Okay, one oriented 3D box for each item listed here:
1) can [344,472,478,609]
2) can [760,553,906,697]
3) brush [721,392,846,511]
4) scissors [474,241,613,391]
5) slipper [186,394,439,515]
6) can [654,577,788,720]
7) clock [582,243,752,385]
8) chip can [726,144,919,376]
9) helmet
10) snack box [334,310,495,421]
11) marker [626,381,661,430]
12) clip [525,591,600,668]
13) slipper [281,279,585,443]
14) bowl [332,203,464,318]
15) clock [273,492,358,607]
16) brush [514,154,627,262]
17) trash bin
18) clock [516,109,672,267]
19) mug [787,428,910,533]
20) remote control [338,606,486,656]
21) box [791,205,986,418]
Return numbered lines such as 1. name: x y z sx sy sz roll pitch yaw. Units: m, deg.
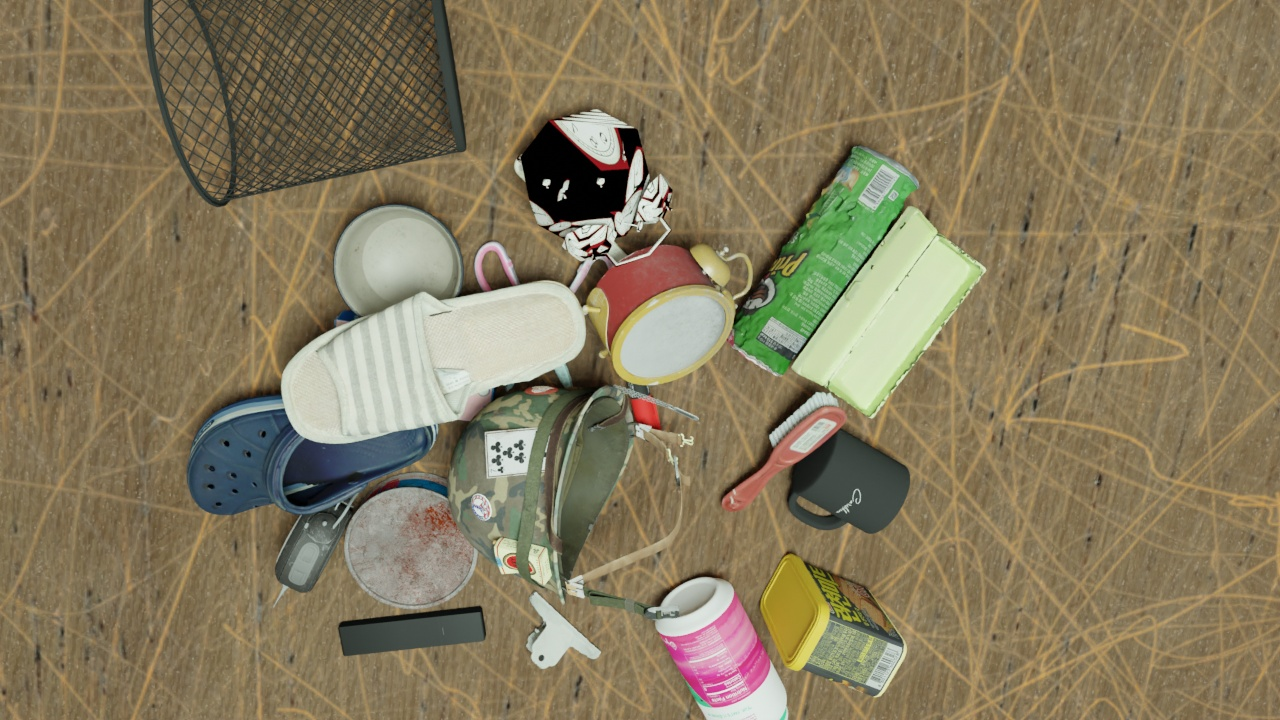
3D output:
1. can: -0.227 0.181 0.922 0.130 0.044 0.130 -1 104 -3
2. can: 0.192 0.266 0.924 0.101 0.130 0.072 24 101 -11
3. brush: 0.137 0.093 0.914 0.041 0.030 0.173 20 127 -31
4. scissors: -0.084 -0.047 0.886 0.168 0.014 0.170 -22 103 9
5. slipper: -0.314 0.088 0.853 0.253 0.095 0.105 -16 126 7
6. can: 0.086 0.312 0.949 0.088 0.088 0.166 -26 104 3
7. clock: 0.029 -0.054 0.835 0.159 0.081 0.117 -25 144 -5
8. chip can: 0.168 -0.094 0.863 0.075 0.075 0.223 33 99 -10
9. helmet: -0.058 0.118 0.833 0.236 0.192 0.225 25 140 0
10. snack box: -0.215 0.007 0.882 0.154 0.033 0.088 8 108 -5
11. marker: -0.005 0.005 0.904 0.023 0.021 0.145 -18 105 -22
12. clip: -0.095 0.296 0.973 0.054 0.041 0.101 -46 102 -11
13. slipper: -0.178 -0.002 0.806 0.272 0.054 0.114 -20 90 -8
14. bowl: -0.218 -0.088 0.849 0.115 0.059 0.115 -1 104 -3
15. clock: -0.318 0.173 0.891 0.044 0.091 0.123 28 106 -9
16. brush: -0.039 -0.115 0.878 0.033 0.012 0.217 -44 101 7
17. trash bin: -0.260 -0.233 0.757 0.210 0.184 0.184 -9 104 -7
18. clock: -0.037 -0.151 0.805 0.114 0.065 0.154 -34 70 -8
19. mug: 0.199 0.129 0.924 0.088 0.078 0.114 30 126 -10
20. remote control: -0.239 0.284 0.963 0.150 0.013 0.034 -6 104 -1
21. box: 0.235 -0.046 0.888 0.140 0.048 0.188 25 104 -38
